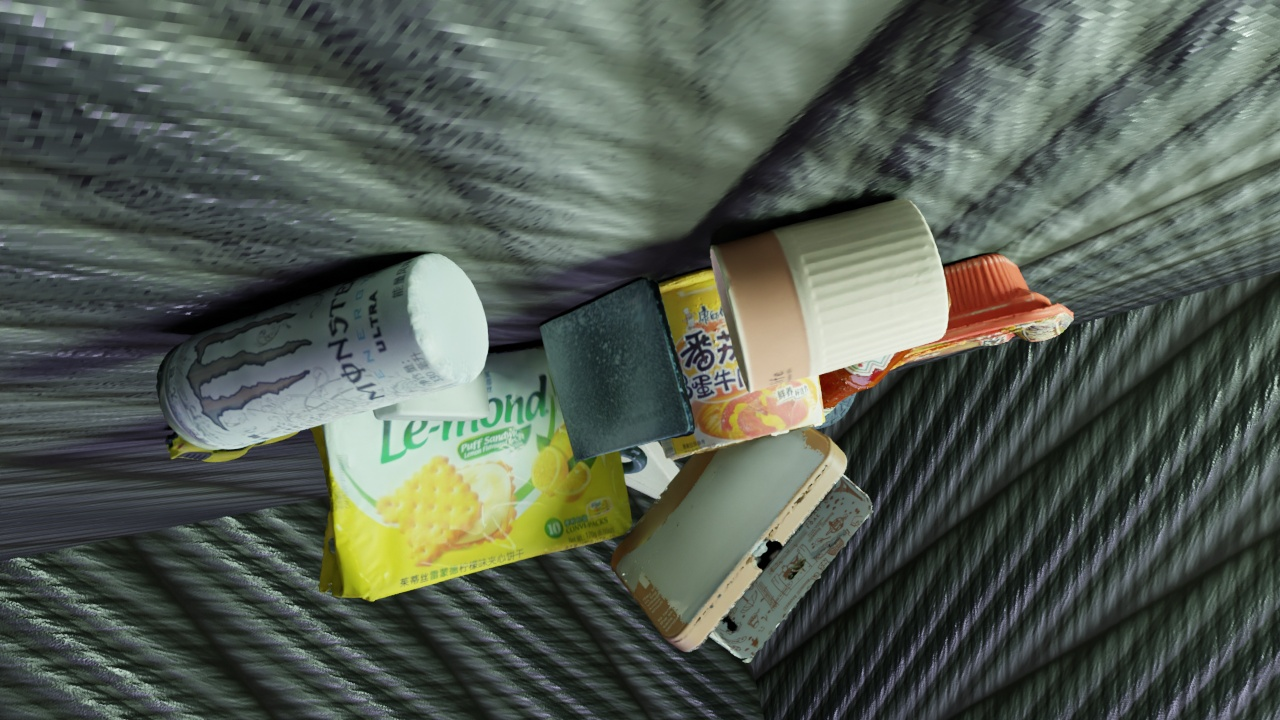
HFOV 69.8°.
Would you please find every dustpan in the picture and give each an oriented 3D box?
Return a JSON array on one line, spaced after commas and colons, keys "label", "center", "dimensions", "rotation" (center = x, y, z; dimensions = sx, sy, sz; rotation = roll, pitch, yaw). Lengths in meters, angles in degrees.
[{"label": "dustpan", "center": [-0.045, 0.135, 1.178], "dimensions": [0.139, 0.273, 0.222], "rotation": [-38, 169, 1]}]

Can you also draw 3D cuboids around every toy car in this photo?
[{"label": "toy car", "center": [-0.322, 0.062, 0.735], "dimensions": [0.105, 0.032, 0.048], "rotation": [-9, 173, -41]}]

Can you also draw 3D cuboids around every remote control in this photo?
[{"label": "remote control", "center": [-0.124, 0.008, 0.544], "dimensions": [0.019, 0.056, 0.135], "rotation": [-13, 174, 10]}]

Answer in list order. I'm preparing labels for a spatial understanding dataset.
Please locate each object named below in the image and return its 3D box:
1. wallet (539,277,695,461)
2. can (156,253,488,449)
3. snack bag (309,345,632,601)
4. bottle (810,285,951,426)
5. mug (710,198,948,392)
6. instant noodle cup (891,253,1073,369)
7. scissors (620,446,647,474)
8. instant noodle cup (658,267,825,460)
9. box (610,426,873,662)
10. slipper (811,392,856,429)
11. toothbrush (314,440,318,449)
[{"label": "wallet", "center": [-0.017, 0.010, 0.584], "dimensions": [0.019, 0.097, 0.121], "rotation": [-13, 176, -41]}, {"label": "can", "center": [-0.144, -0.001, 0.415], "dimensions": [0.147, 0.058, 0.058], "rotation": [-15, 173, 21]}, {"label": "snack bag", "center": [-0.123, 0.076, 0.687], "dimensions": [0.246, 0.158, 0.068], "rotation": [-9, 179, -29]}, {"label": "bottle", "center": [0.172, 0.002, 0.755], "dimensions": [0.059, 0.059, 0.207], "rotation": [-9, 150, -31]}, {"label": "mug", "center": [0.097, -0.040, 0.503], "dimensions": [0.106, 0.082, 0.114], "rotation": [-14, -160, 3]}, {"label": "instant noodle cup", "center": [0.278, -0.039, 0.824], "dimensions": [0.189, 0.079, 0.164], "rotation": [-17, 172, 27]}, {"label": "scissors", "center": [-0.040, 0.039, 0.819], "dimensions": [0.170, 0.019, 0.179], "rotation": [34, 134, -19]}, {"label": "instant noodle cup", "center": [0.059, 0.002, 0.617], "dimensions": [0.138, 0.109, 0.138], "rotation": [-14, 173, -2]}, {"label": "box", "center": [0.093, 0.139, 0.710], "dimensions": [0.183, 0.157, 0.193], "rotation": [-51, -162, 1]}, {"label": "slipper", "center": [0.104, 0.016, 0.937], "dimensions": [0.252, 0.105, 0.095], "rotation": [2, -156, -24]}, {"label": "toothbrush", "center": [-0.259, 0.076, 1.012], "dimensions": [0.026, 0.026, 0.220], "rotation": [-23, 170, 32]}]
